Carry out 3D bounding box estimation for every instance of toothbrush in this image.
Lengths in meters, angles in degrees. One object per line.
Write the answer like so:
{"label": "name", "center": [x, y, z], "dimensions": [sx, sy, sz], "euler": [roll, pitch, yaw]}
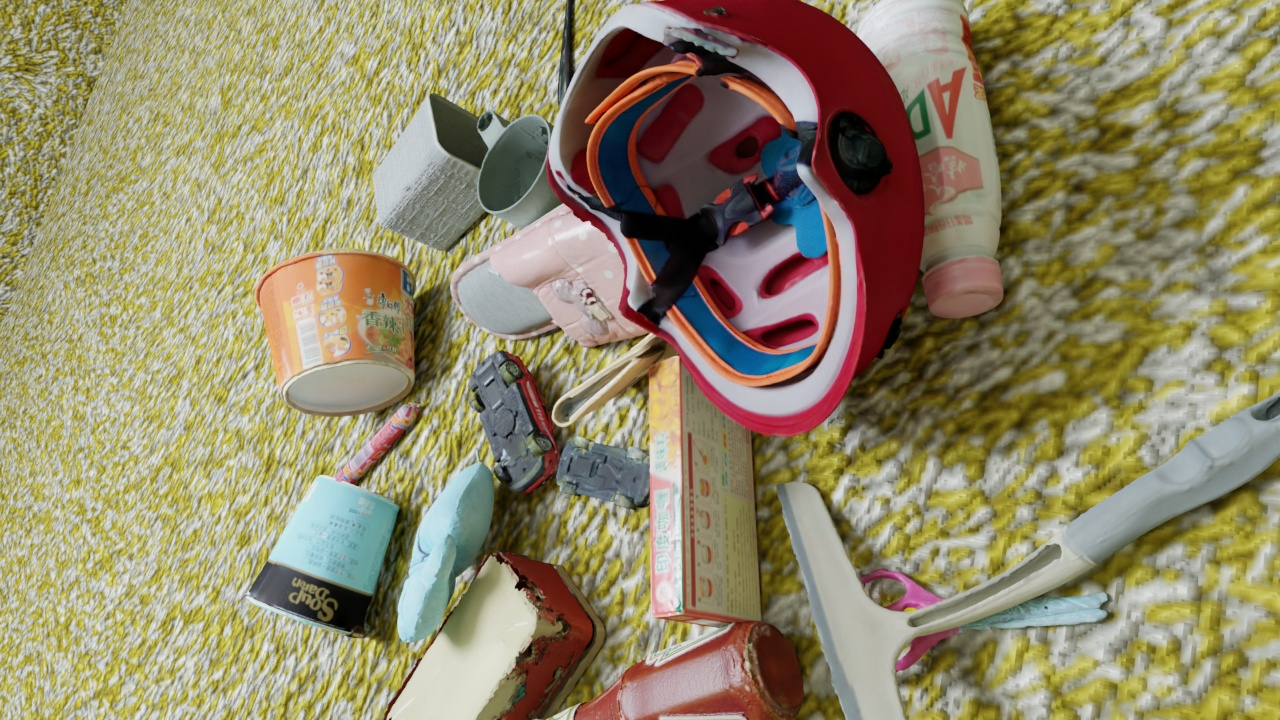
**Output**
{"label": "toothbrush", "center": [-0.073, -0.318, 0.888], "dimensions": [0.016, 0.018, 0.180], "euler": [-16, 63, 35]}

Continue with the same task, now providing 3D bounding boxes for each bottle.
{"label": "bottle", "center": [0.172, -0.121, 0.536], "dimensions": [0.068, 0.068, 0.196], "euler": [-19, 64, 37]}
{"label": "bottle", "center": [0.002, 0.214, 0.557], "dimensions": [0.207, 0.059, 0.059], "euler": [-31, 53, 31]}

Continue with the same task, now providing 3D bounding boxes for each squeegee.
{"label": "squeegee", "center": [0.198, 0.088, 0.434], "dimensions": [0.247, 0.039, 0.246], "euler": [-35, 28, 16]}

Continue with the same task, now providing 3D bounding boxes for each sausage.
{"label": "sausage", "center": [-0.260, 0.089, 0.886], "dimensions": [0.156, 0.020, 0.020], "euler": [-43, 48, 22]}

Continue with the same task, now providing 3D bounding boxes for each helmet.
{"label": "helmet", "center": [0.072, -0.092, 0.511], "dimensions": [0.240, 0.143, 0.207], "euler": [59, 150, 4]}

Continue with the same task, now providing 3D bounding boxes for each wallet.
{"label": "wallet", "center": [-0.004, 0.004, 0.622], "dimensions": [0.087, 0.115, 0.024], "euler": [-40, 84, 25]}

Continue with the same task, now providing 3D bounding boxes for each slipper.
{"label": "slipper", "center": [-0.057, -0.057, 0.696], "dimensions": [0.275, 0.114, 0.054], "euler": [-10, 39, 43]}

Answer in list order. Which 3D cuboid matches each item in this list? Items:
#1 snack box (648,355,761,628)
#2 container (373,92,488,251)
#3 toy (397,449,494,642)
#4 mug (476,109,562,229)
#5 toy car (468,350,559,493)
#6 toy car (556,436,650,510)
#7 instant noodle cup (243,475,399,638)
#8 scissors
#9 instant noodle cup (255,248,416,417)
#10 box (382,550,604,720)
{"label": "snack box", "center": [0.040, 0.082, 0.563], "dimensions": [0.027, 0.077, 0.155], "euler": [-19, 60, 37]}
{"label": "container", "center": [-0.196, -0.177, 0.894], "dimensions": [0.115, 0.090, 0.090], "euler": [-40, 48, 28]}
{"label": "toy", "center": [-0.144, 0.136, 0.690], "dimensions": [0.162, 0.050, 0.156], "euler": [130, 164, -67]}
{"label": "mug", "center": [-0.073, -0.148, 0.751], "dimensions": [0.084, 0.103, 0.124], "euler": [-48, 45, 18]}
{"label": "toy car", "center": [-0.097, 0.048, 0.730], "dimensions": [0.053, 0.045, 0.120], "euler": [-40, 55, 27]}
{"label": "toy car", "center": [-0.022, 0.081, 0.653], "dimensions": [0.091, 0.034, 0.043], "euler": [5, 73, 42]}
{"label": "instant noodle cup", "center": [-0.271, 0.169, 0.810], "dimensions": [0.111, 0.111, 0.120], "euler": [3, 66, 44]}
{"label": "scissors", "center": [0.167, 0.127, 0.469], "dimensions": [0.135, 0.017, 0.063], "euler": [-19, 47, 32]}
{"label": "instant noodle cup", "center": [-0.283, -0.020, 0.871], "dimensions": [0.152, 0.151, 0.111], "euler": [-30, 62, 31]}
{"label": "box", "center": [-0.111, 0.224, 0.643], "dimensions": [0.168, 0.079, 0.091], "euler": [-57, 44, 10]}
